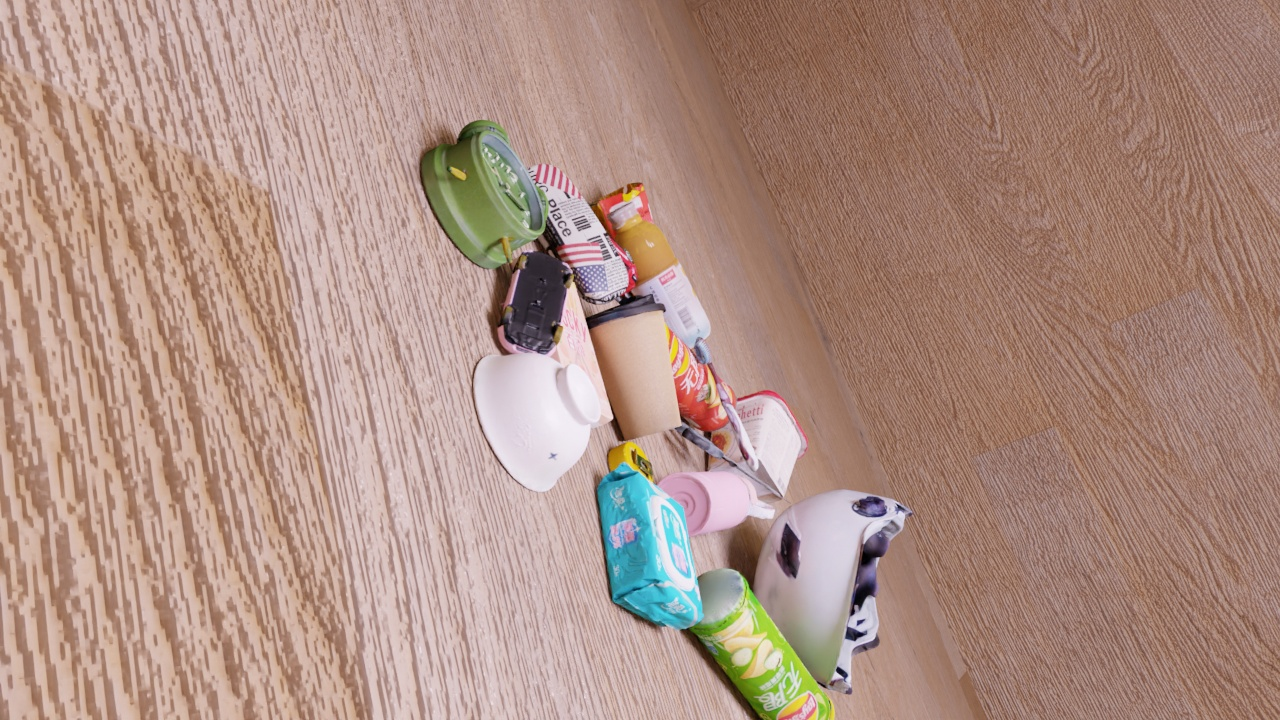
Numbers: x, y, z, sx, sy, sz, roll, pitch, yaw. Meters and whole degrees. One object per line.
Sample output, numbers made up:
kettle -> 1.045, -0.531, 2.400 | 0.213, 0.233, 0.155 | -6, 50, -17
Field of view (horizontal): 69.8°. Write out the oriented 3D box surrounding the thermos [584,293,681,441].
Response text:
thermos -> -0.006, 0.005, 0.932 | 0.093, 0.093, 0.143 | -7, 80, -72

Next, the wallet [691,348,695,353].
wallet -> 0.058, -0.030, 1.274 | 0.115, 0.020, 0.101 | 49, 25, -35

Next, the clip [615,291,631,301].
clip -> -0.028, -0.098, 1.112 | 0.026, 0.038, 0.058 | 24, 46, -73

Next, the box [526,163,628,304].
box -> -0.073, -0.130, 0.947 | 0.164, 0.068, 0.052 | 58, -22, 5

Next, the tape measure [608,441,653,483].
tape measure -> -0.006, 0.106, 0.883 | 0.057, 0.029, 0.060 | 48, 24, -41

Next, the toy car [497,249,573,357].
toy car -> -0.092, -0.047, 0.800 | 0.056, 0.037, 0.122 | 22, 43, -14

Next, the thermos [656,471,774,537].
thermos -> 0.084, 0.156, 0.991 | 0.198, 0.087, 0.067 | 19, 89, -66

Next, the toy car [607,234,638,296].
toy car -> -0.045, -0.112, 1.024 | 0.120, 0.053, 0.045 | 39, 26, -51

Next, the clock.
clock -> -0.132, -0.151, 0.817 | 0.116, 0.056, 0.161 | 59, 18, -23

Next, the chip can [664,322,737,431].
chip can -> 0.043, 0.019, 1.075 | 0.216, 0.073, 0.073 | 42, 29, -53

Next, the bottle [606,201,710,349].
bottle -> 0.018, -0.099, 1.106 | 0.189, 0.068, 0.067 | 62, 18, -12

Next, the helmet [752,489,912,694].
helmet -> 0.208, 0.252, 1.071 | 0.258, 0.146, 0.229 | -14, 117, -61

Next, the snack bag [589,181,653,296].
snack bag -> 0.011, -0.123, 1.185 | 0.208, 0.073, 0.128 | 65, 31, -15

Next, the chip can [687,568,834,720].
chip can -> 0.117, 0.297, 0.912 | 0.221, 0.073, 0.072 | 56, 20, -27

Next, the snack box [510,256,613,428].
snack box -> -0.074, -0.019, 0.858 | 0.084, 0.026, 0.157 | 33, 36, -60

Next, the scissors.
scissors -> 0.104, 0.119, 1.076 | 0.165, 0.014, 0.163 | 37, 0, 24

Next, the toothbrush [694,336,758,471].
toothbrush -> 0.101, 0.055, 1.071 | 0.187, 0.016, 0.017 | 65, 31, -21

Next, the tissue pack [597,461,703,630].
tissue pack -> 0.009, 0.164, 0.812 | 0.093, 0.050, 0.133 | 44, 27, -47

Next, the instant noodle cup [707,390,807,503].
instant noodle cup -> 0.144, 0.119, 1.184 | 0.117, 0.117, 0.124 | 57, 30, -24

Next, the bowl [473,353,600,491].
bowl -> -0.071, 0.037, 0.725 | 0.118, 0.065, 0.118 | 54, 20, -30
